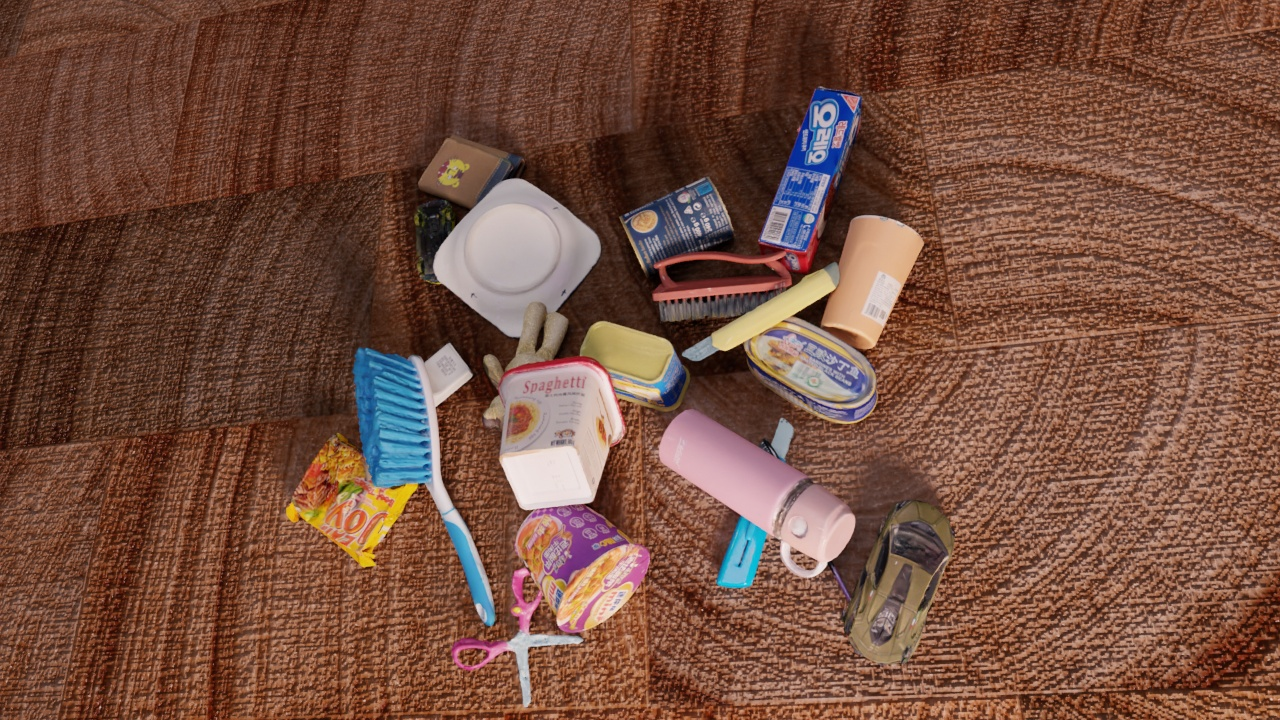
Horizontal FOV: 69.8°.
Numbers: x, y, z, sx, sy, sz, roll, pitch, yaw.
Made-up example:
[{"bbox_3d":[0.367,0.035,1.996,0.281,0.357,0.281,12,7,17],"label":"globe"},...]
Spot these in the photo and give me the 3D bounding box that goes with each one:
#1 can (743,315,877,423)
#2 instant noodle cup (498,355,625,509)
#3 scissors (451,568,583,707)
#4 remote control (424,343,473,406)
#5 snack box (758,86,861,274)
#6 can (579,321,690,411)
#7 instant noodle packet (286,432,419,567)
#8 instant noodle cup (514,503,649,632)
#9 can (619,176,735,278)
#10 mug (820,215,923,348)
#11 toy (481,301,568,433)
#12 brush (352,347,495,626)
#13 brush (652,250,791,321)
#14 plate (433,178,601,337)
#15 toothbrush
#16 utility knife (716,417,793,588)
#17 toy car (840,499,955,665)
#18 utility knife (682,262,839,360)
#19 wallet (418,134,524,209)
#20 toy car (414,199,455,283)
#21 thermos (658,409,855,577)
[{"bbox_3d":[0.173,0.007,0.941,0.148,0.049,0.074,32,78,23],"label":"can"},{"bbox_3d":[-0.083,0.074,0.903,0.116,0.117,0.124,-8,37,12],"label":"instant noodle cup"},{"bbox_3d":[-0.124,0.276,0.913,0.134,0.017,0.133,-6,79,-2],"label":"scissors"},{"bbox_3d":[-0.253,0.036,1.048,0.125,0.024,0.049,-40,66,-5],"label":"remote control"},{"bbox_3d":[0.190,-0.201,1.017,0.057,0.058,0.207,16,73,19],"label":"snack box"},{"bbox_3d":[-0.006,0.006,0.967,0.102,0.083,0.057,17,73,19],"label":"can"},{"bbox_3d":[-0.317,0.152,1.007,0.128,0.044,0.110,26,81,22],"label":"instant noodle packet"},{"bbox_3d":[-0.063,0.191,0.897,0.111,0.111,0.099,-43,56,-6],"label":"instant noodle cup"},{"bbox_3d":[0.042,-0.149,1.023,0.111,0.075,0.075,-25,65,3],"label":"can"},{"bbox_3d":[0.235,-0.078,0.950,0.078,0.078,0.122,18,78,20],"label":"mug"},{"bbox_3d":[-0.125,0.010,1.010,0.105,0.066,0.157,26,71,-25],"label":"toy"},{"bbox_3d":[-0.228,0.127,0.963,0.061,0.109,0.314,-39,57,43],"label":"brush"},{"bbox_3d":[0.088,-0.083,0.983,0.146,0.063,0.069,-4,104,11],"label":"brush"},{"bbox_3d":[-0.146,-0.126,1.066,0.164,0.034,0.163,37,81,12],"label":"plate"},{"bbox_3d":[0.161,0.160,0.892,0.017,0.014,0.189,-26,71,-1],"label":"toothbrush"},{"bbox_3d":[0.120,0.141,0.917,0.034,0.018,0.181,15,71,20],"label":"utility knife"},{"bbox_3d":[0.239,0.201,0.845,0.070,0.042,0.158,23,73,9],"label":"toy car"},{"bbox_3d":[0.125,-0.047,0.936,0.183,0.019,0.031,-27,60,-2],"label":"utility knife"},{"bbox_3d":[-0.211,-0.232,1.145,0.115,0.033,0.090,23,76,25],"label":"wallet"},{"bbox_3d":[-0.246,-0.143,1.117,0.048,0.032,0.105,-8,78,10],"label":"toy car"},{"bbox_3d":[0.107,0.128,0.884,0.199,0.067,0.087,31,114,34],"label":"thermos"}]
